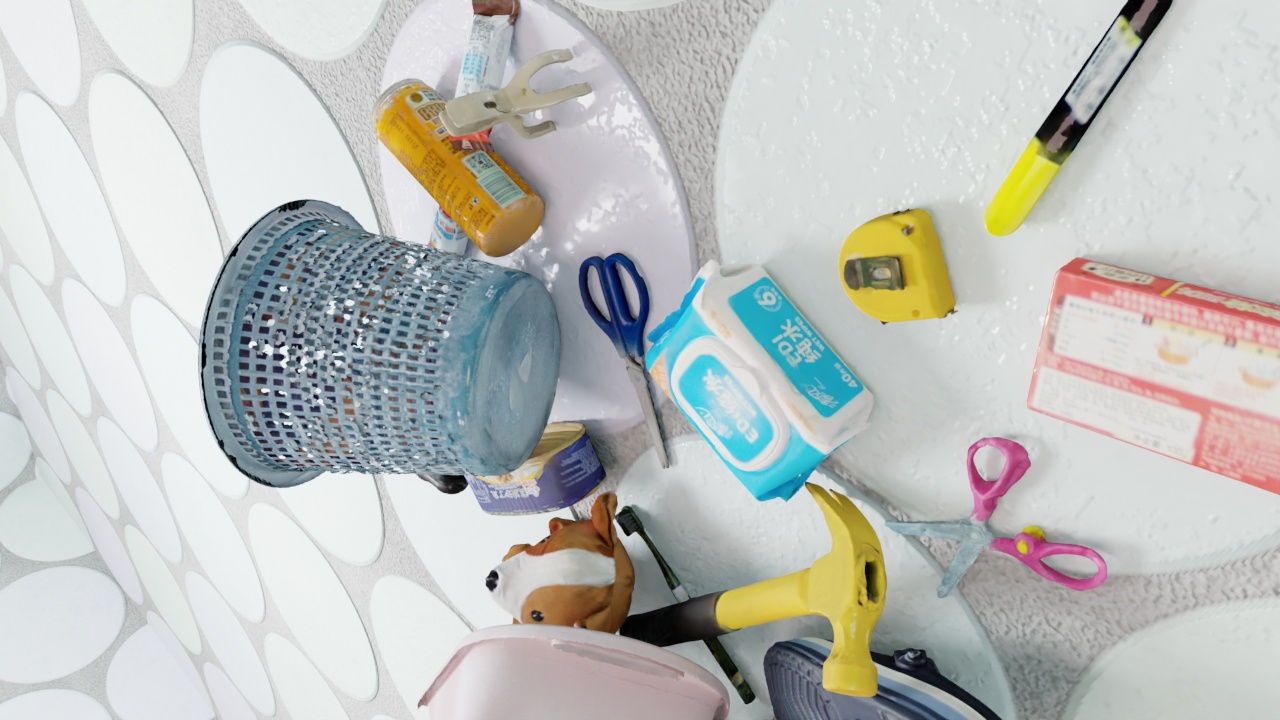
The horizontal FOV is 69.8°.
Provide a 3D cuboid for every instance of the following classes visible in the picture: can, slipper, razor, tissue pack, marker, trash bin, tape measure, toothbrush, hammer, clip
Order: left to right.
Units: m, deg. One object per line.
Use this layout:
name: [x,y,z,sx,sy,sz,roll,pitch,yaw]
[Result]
trash bin: [-0.175,0.000,0.694,0.195,0.225,0.227,8,121,16]
can: [-0.137,-0.144,0.686,0.146,0.058,0.058,47,138,16]
razor: [-0.160,0.063,0.840,0.168,0.062,0.067,-57,37,41]
clip: [-0.084,-0.164,0.602,0.035,0.101,0.096,59,167,-1]
can: [-0.092,0.091,0.768,0.148,0.074,0.049,-12,107,47]
toothbrush: [0.035,0.198,0.741,0.012,0.017,0.186,-39,83,43]
hammer: [0.063,0.172,0.636,0.033,0.128,0.302,21,150,-20]
tissue pack: [0.067,0.014,0.563,0.140,0.063,0.090,51,139,11]
tape measure: [0.132,-0.048,0.486,0.057,0.028,0.060,-4,109,48]
slipper: [0.158,0.221,0.566,0.253,0.095,0.105,149,107,-71]
marker: [0.190,-0.107,0.404,0.018,0.015,0.124,41,134,21]

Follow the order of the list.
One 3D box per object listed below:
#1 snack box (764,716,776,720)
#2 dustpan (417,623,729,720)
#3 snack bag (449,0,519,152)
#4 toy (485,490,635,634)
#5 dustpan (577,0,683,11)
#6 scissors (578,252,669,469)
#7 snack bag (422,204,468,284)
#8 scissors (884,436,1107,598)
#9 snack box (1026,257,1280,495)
snack box: [0.100,0.338,0.685,0.105,0.117,0.118,54,137,14]
dustpan: [-0.047,0.262,0.718,0.274,0.222,0.138,160,127,-76]
snack bag: [-0.109,-0.197,0.634,0.048,0.026,0.104,15,95,37]
toy: [-0.068,0.189,0.750,0.200,0.130,0.140,139,137,-57]
dustpan: [0.027,-0.287,0.369,0.223,0.142,0.258,25,130,35]
scissors: [0.004,0.003,0.664,0.175,0.012,0.106,58,140,1]
snack bag: [-0.157,-0.105,0.755,0.045,0.026,0.106,44,140,14]
scissors: [0.192,0.092,0.519,0.134,0.017,0.125,-3,112,51]
snack box: [0.252,0.010,0.397,0.153,0.025,0.075,22,126,36]
